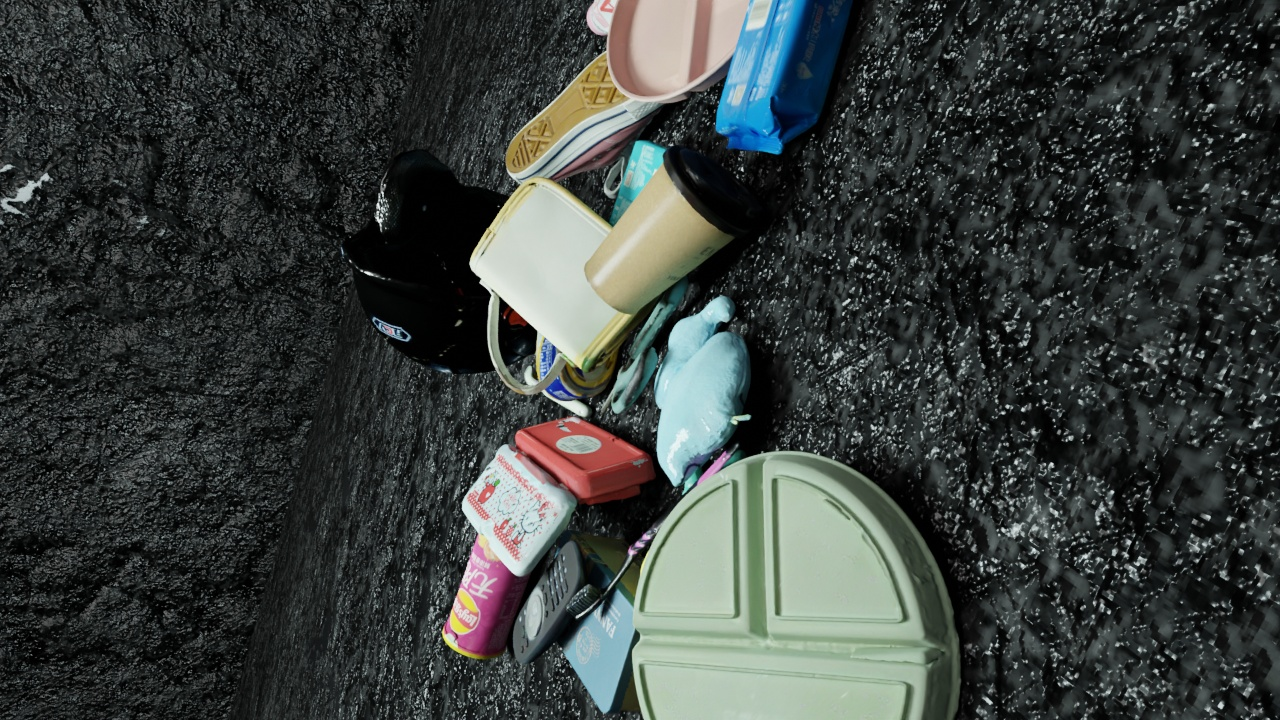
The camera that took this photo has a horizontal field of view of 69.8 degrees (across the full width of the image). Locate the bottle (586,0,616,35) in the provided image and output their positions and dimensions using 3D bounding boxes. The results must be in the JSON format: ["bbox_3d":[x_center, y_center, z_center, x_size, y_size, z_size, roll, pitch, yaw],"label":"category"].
[{"bbox_3d":[-0.012,-0.400,1.021,0.197,0.068,0.068,18,94,67],"label":"bottle"}]

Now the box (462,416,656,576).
[{"bbox_3d":[-0.085,0.109,0.835,0.160,0.063,0.201,-33,19,-16],"label":"box"}]

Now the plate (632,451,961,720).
[{"bbox_3d":[0.074,0.166,0.539,0.231,0.027,0.230,-16,68,44],"label":"plate"}]

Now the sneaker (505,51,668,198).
[{"bbox_3d":[-0.031,-0.250,0.964,0.242,0.087,0.118,-30,56,27],"label":"sneaker"}]

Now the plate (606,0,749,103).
[{"bbox_3d":[0.056,-0.337,0.836,0.230,0.028,0.229,-22,58,40],"label":"plate"}]

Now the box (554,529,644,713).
[{"bbox_3d":[-0.019,0.208,0.736,0.184,0.063,0.090,26,101,65],"label":"box"}]

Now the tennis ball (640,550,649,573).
[{"bbox_3d":[0.032,0.156,0.655,0.066,0.065,0.065,-39,44,51],"label":"tennis ball"}]

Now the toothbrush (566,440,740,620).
[{"bbox_3d":[0.008,0.125,0.671,0.189,0.018,0.014,-49,22,15],"label":"toothbrush"}]

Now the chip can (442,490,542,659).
[{"bbox_3d":[-0.146,0.209,0.980,0.071,0.071,0.211,43,116,61],"label":"chip can"}]

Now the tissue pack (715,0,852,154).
[{"bbox_3d":[0.112,-0.233,0.704,0.095,0.052,0.157,28,102,66],"label":"tissue pack"}]

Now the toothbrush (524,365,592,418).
[{"bbox_3d":[-0.093,0.036,1.020,0.190,0.020,0.029,23,129,63],"label":"toothbrush"}]

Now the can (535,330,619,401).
[{"bbox_3d":[-0.059,-0.033,0.924,0.049,0.074,0.148,-11,67,58],"label":"can"}]

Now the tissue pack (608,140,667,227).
[{"bbox_3d":[0.019,-0.148,0.848,0.133,0.050,0.093,45,119,61],"label":"tissue pack"}]

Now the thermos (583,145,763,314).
[{"bbox_3d":[0.022,-0.104,0.749,0.144,0.093,0.093,-43,39,27],"label":"thermos"}]

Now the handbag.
[{"bbox_3d":[-0.086,-0.060,0.868,0.179,0.163,0.063,-50,-13,7],"label":"handbag"}]

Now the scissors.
[{"bbox_3d":[-0.007,0.009,0.811,0.177,0.019,0.171,-58,9,37],"label":"scissors"}]

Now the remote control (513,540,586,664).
[{"bbox_3d":[-0.070,0.198,0.746,0.137,0.024,0.053,-58,33,35],"label":"remote control"}]

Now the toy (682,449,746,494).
[{"bbox_3d":[0.052,0.099,0.686,0.092,0.030,0.096,-51,29,37],"label":"toy"}]

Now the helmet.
[{"bbox_3d":[-0.195,-0.094,1.022,0.234,0.273,0.231,24,127,28],"label":"helmet"}]

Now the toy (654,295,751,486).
[{"bbox_3d":[0.047,0.020,0.707,0.161,0.050,0.156,-66,19,-10],"label":"toy"}]
